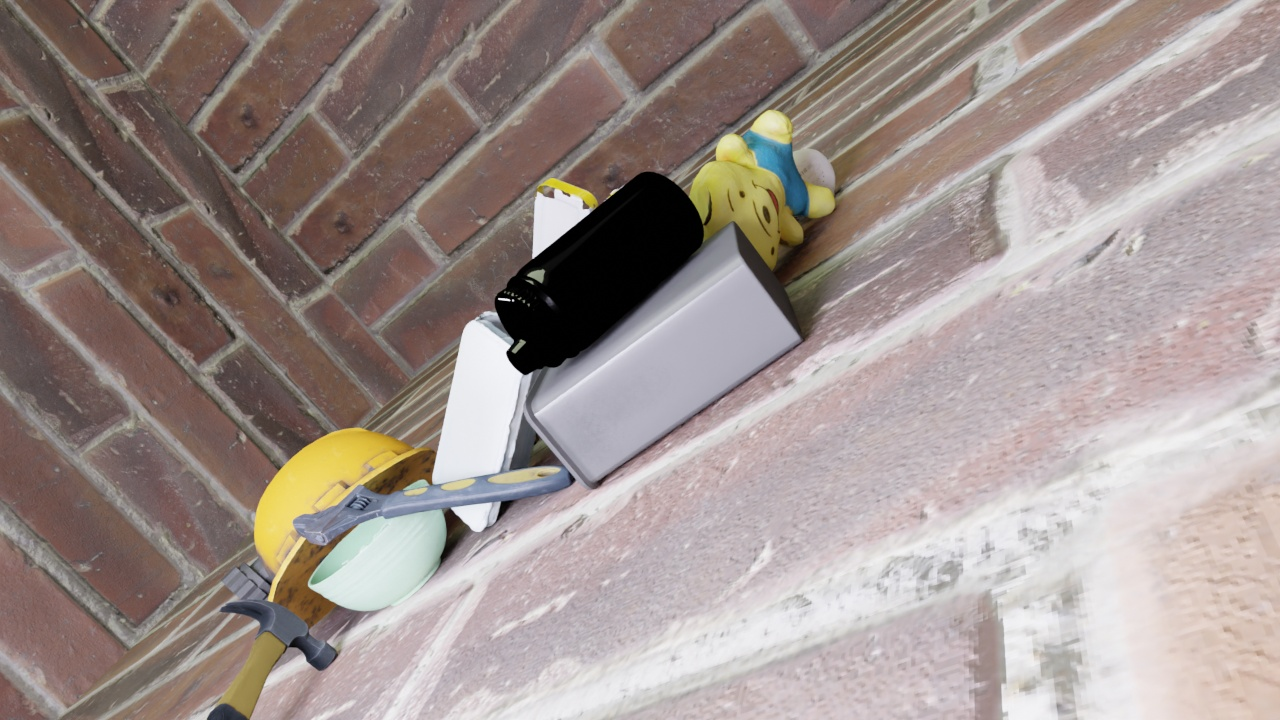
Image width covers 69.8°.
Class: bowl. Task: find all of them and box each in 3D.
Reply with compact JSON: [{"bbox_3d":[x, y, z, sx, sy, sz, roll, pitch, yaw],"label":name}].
[{"bbox_3d":[-0.253,0.197,0.930,0.151,0.077,0.150,-38,12,9],"label":"bowl"}]

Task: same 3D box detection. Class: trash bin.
[{"bbox_3d":[0.021,-0.012,0.818,0.220,0.097,0.191,-36,12,14],"label":"trash bin"}]

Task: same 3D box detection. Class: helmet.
[{"bbox_3d":[-0.361,0.170,1.051,0.254,0.131,0.206,-48,-19,-23],"label":"helmet"}]

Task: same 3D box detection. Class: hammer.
[{"bbox_3d":[-0.347,0.313,0.752,0.025,0.118,0.332,-39,17,13],"label":"hammer"}]

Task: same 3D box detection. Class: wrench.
[{"bbox_3d":[-0.197,0.129,0.860,0.273,0.022,0.073,-10,26,7],"label":"wrench"}]

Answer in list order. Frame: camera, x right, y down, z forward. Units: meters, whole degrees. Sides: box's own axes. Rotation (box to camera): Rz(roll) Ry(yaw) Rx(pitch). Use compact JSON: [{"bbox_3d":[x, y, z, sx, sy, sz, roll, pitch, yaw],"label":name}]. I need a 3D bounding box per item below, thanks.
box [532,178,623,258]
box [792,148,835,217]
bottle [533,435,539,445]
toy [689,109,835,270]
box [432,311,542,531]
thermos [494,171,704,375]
[{"bbox_3d":[-0.052,-0.085,0.912,0.117,0.210,0.057,-3,43,-12],"label":"box"},{"bbox_3d":[0.171,-0.208,1.141,0.083,0.092,0.166,-46,21,-13],"label":"box"},{"bbox_3d":[-0.156,0.114,1.073,0.106,0.025,0.025,-33,13,30],"label":"bottle"},{"bbox_3d":[0.115,-0.162,0.965,0.084,0.149,0.213,-11,32,44],"label":"toy"},{"bbox_3d":[-0.128,0.052,0.934,0.126,0.106,0.215,-14,-49,-49],"label":"box"},{"bbox_3d":[-0.042,-0.071,0.781,0.198,0.086,0.086,-43,12,-25],"label":"thermos"}]
